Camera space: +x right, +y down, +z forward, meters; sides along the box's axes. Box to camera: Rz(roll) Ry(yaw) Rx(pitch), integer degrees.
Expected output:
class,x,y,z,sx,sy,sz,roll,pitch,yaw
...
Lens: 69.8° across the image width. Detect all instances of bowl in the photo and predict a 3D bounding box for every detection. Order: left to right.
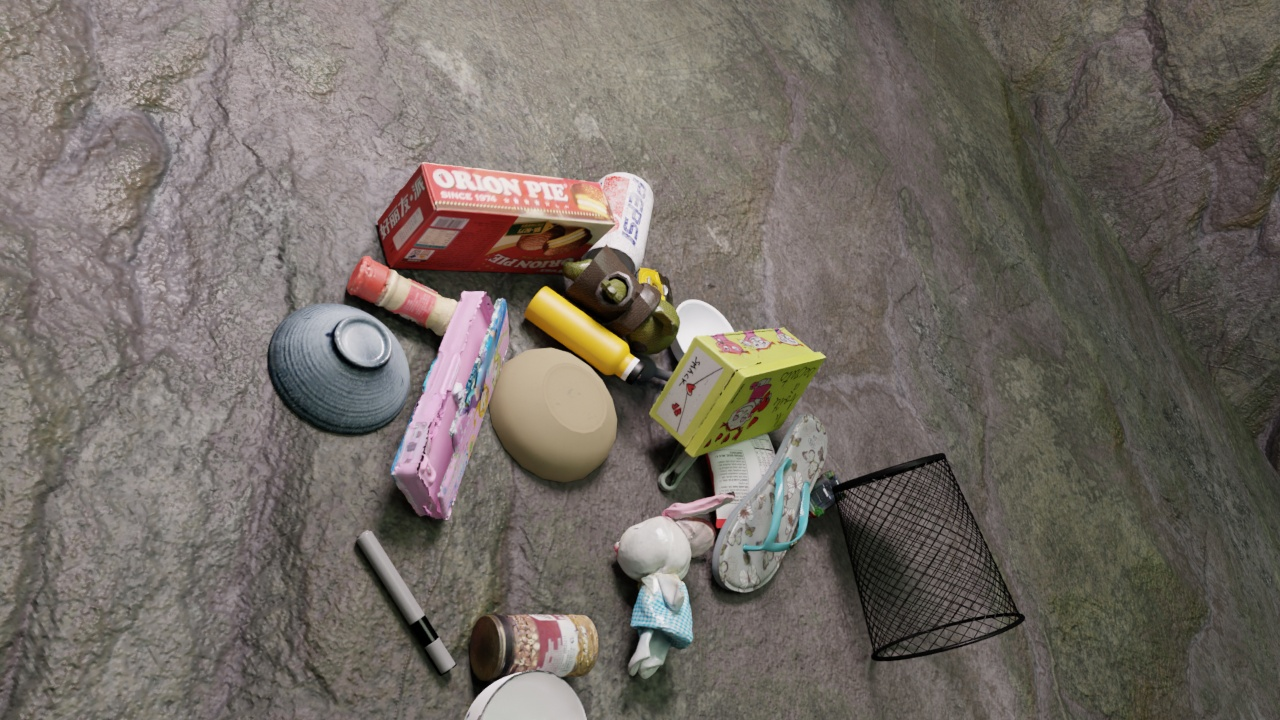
class,x,y,z,sx,sy,sz,roll,pitch,yaw
bowl,-0.266,-0.005,0.850,0.137,0.057,0.136,22,51,-30
bowl,-0.105,0.321,0.772,0.113,0.063,0.113,20,59,-37
bowl,-0.083,0.050,0.981,0.152,0.051,0.152,22,51,-30
bowl,0.073,-0.020,1.173,0.110,0.041,0.109,22,51,-31

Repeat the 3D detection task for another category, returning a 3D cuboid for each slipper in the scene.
class,x,y,z,sx,sy,sz,roll,pitch,yaw
slipper,0.175,0.173,1.093,0.267,0.055,0.098,-51,120,-36

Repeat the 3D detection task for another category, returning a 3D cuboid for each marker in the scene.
class,x,y,z,sx,sy,sz,roll,pitch,yaw
marker,-0.204,0.209,0.797,0.016,0.016,0.140,-30,85,-48

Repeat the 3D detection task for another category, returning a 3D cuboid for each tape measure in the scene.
class,x,y,z,sx,sy,sz,roll,pitch,yaw
tape measure,0.011,-0.086,1.163,0.064,0.037,0.065,18,53,-34

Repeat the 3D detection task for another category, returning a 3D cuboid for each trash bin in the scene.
class,x,y,z,sx,sy,sz,roll,pitch,yaw
trash bin,0.338,0.235,1.122,0.183,0.185,0.210,-5,72,-43

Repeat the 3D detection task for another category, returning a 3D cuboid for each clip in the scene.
class,x,y,z,sx,sy,sz,roll,pitch,yaw
clip,0.045,0.122,1.066,0.023,0.059,0.075,43,57,-9

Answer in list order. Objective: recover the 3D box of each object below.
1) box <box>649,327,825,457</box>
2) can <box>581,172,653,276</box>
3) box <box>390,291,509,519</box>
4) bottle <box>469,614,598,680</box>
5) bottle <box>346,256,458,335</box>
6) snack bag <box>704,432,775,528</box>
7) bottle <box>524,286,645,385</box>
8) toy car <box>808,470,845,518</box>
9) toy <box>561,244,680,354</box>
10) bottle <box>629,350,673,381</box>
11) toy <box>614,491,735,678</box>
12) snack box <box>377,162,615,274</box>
class,x,y,z,sx,sy,sz,roll,pitch,yaw
box,0.122,0.031,1.089,0.081,0.125,0.220,43,25,26
can,-0.029,-0.166,1.148,0.078,0.078,0.135,30,47,-24
box,-0.170,0.038,0.888,0.085,0.053,0.229,72,23,-46
bottle,-0.095,0.259,0.831,0.105,0.056,0.056,12,57,-36
bottle,-0.238,-0.064,0.924,0.109,0.044,0.044,28,48,-27
snack bag,0.125,0.134,1.121,0.130,0.039,0.144,9,59,-40
bottle,-0.060,-0.025,1.029,0.143,0.043,0.043,36,43,4
toy car,0.231,0.174,1.190,0.091,0.036,0.042,-20,79,-51
toy,-0.024,-0.067,1.061,0.153,0.179,0.078,40,85,-6
bottle,-0.006,0.006,1.093,0.113,0.030,0.030,18,53,-33
toy,0.016,0.227,0.946,0.106,0.131,0.204,18,55,7
snack box,-0.153,-0.149,1.003,0.235,0.113,0.060,-3,65,-42
